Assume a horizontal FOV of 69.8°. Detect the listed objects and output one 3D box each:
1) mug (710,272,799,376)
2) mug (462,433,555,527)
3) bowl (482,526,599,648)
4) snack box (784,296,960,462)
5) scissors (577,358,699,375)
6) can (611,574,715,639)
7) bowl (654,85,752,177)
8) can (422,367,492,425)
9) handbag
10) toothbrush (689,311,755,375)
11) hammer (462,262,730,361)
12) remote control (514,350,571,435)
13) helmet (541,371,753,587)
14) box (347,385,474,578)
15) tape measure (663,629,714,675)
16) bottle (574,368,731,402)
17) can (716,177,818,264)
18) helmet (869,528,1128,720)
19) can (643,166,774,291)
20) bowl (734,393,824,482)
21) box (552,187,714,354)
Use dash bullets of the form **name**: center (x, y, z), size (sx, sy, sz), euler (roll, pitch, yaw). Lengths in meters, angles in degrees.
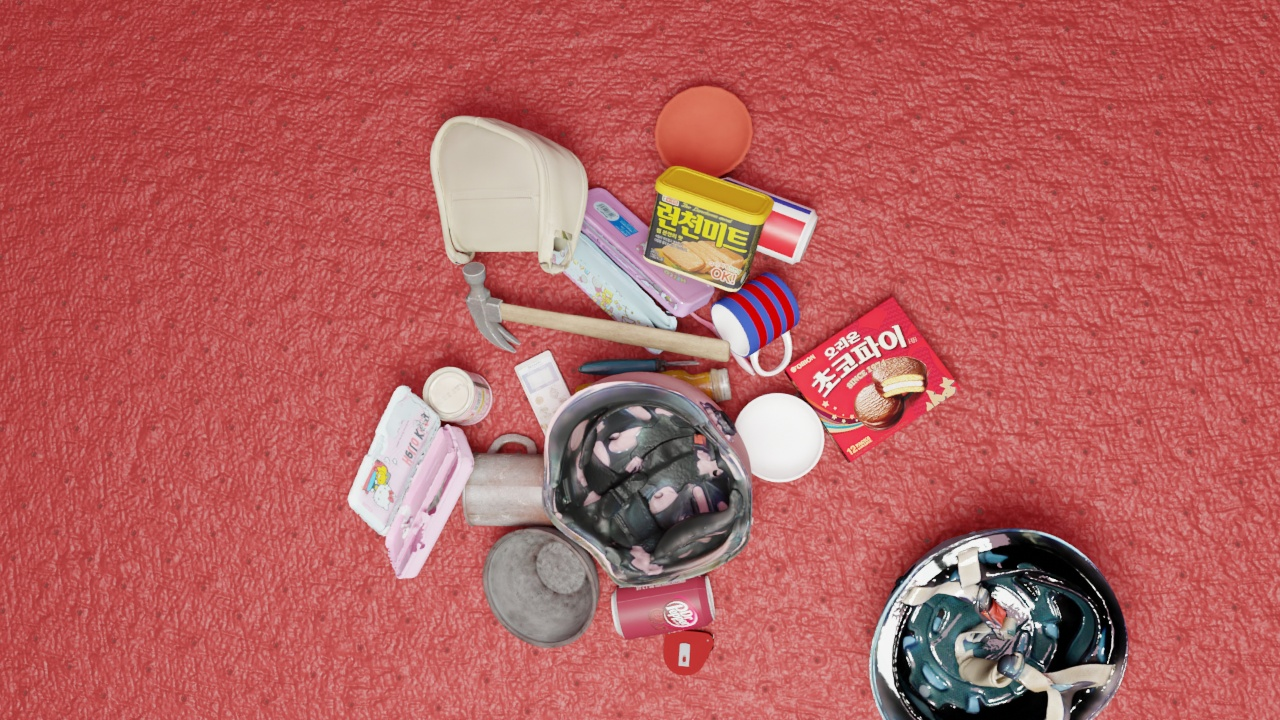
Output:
- **mug**: center (0.145, -0.038, 1.092), size (0.076, 0.075, 0.112), euler (-32, 99, -17)
- **mug**: center (-0.150, 0.143, 1.114), size (0.110, 0.096, 0.122), euler (3, 57, 3)
- **bowl**: center (-0.107, 0.257, 1.085), size (0.145, 0.067, 0.145), euler (4, 102, 20)
- **snack box**: center (0.273, 0.024, 1.091), size (0.152, 0.036, 0.132), euler (-34, 79, 2)
- **scissors**: center (-0.011, 0.007, 1.122), size (0.150, 0.121, 0.019), euler (-6, 95, -34)
- **can**: center (0.027, 0.287, 1.076), size (0.114, 0.063, 0.063), euler (-11, 81, 6)
- **bowl**: center (0.080, -0.282, 1.158), size (0.122, 0.035, 0.122), euler (-1, 82, 8)
- **can**: center (-0.225, 0.045, 1.136), size (0.067, 0.076, 0.067), euler (-1, 82, 8)
- **handbag**: center (-0.147, -0.200, 1.129), size (0.229, 0.131, 0.184), euler (9, 94, 44)
- **toothbrush**: center (0.096, -0.032, 1.131), size (0.016, 0.021, 0.135), euler (-46, 77, 11)
- **hammer**: center (-0.054, -0.042, 1.102), size (0.331, 0.119, 0.030), euler (9, 45, 13)
- **remote control**: center (-0.108, 0.058, 1.151), size (0.050, 0.011, 0.135), euler (-26, 80, 4)
- **helmet**: center (0.016, 0.115, 1.037), size (0.231, 0.152, 0.255), euler (-34, 103, 26)
- **box**: center (-0.275, 0.148, 1.110), size (0.155, 0.058, 0.202), euler (48, 120, 32)
- **tape measure**: center (0.057, 0.346, 1.086), size (0.059, 0.019, 0.051), euler (3, 83, 8)
- **bottle**: center (0.016, 0.042, 1.114), size (0.186, 0.053, 0.053), euler (-9, 81, 7)
- **can**: center (0.143, -0.171, 1.117), size (0.132, 0.070, 0.070), euler (23, 86, 10)
- **helmet**: center (0.364, 0.303, 0.974), size (0.265, 0.167, 0.225), euler (-41, 77, -1)
- **can**: center (0.076, -0.153, 1.069), size (0.131, 0.072, 0.101), euler (21, 125, 11)
- **bowl**: center (0.163, 0.093, 1.088), size (0.105, 0.054, 0.104), euler (-1, 80, 8)
- **box**: center (-0.020, -0.110, 1.144), size (0.214, 0.089, 0.093), euler (43, 134, 16)
